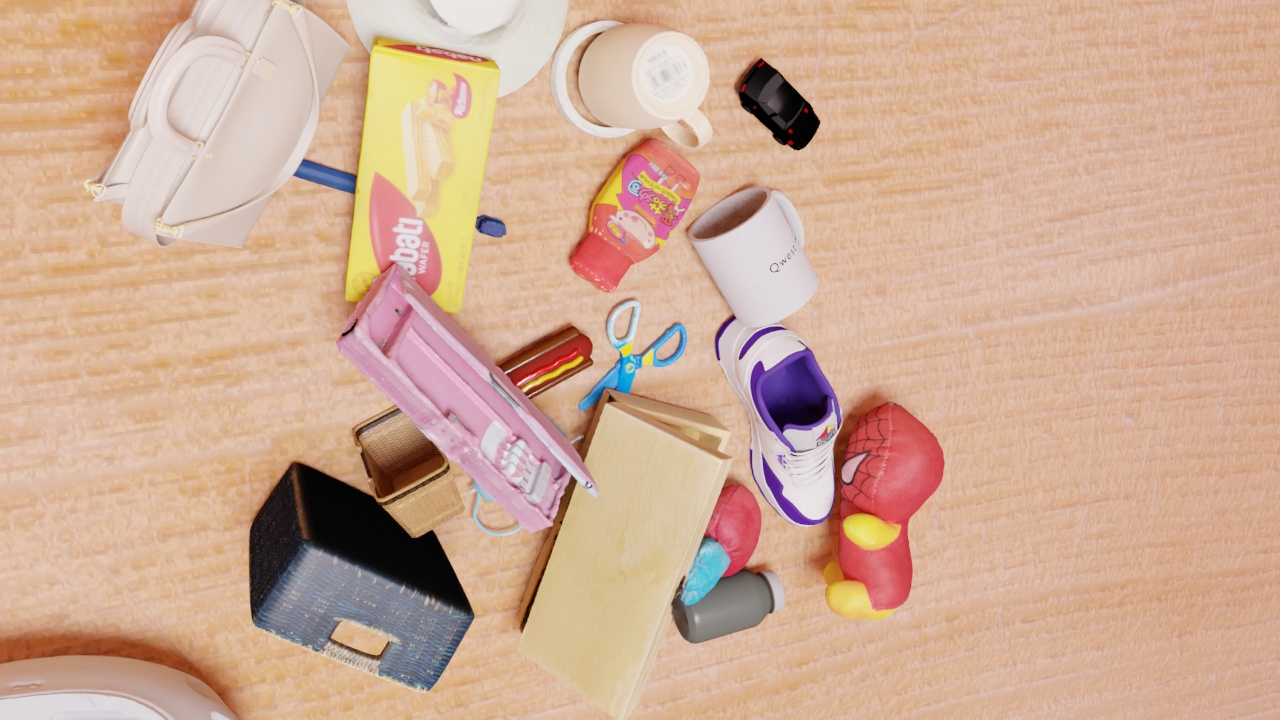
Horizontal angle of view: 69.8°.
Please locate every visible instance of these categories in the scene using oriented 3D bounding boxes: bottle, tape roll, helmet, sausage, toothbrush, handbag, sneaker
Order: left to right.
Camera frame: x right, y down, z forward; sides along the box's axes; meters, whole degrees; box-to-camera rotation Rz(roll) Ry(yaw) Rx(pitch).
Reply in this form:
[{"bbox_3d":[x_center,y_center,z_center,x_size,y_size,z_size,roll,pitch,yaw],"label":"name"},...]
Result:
[{"bbox_3d":[-0.442,0.334,0.690,0.281,0.184,0.224,4,99,-29],"label":"helmet"},{"bbox_3d":[-0.278,-0.163,0.593,0.101,0.198,0.194,29,93,-11],"label":"handbag"},{"bbox_3d":[-0.197,-0.131,0.740,0.189,0.017,0.016,15,100,-24],"label":"toothbrush"},{"bbox_3d":[-0.111,0.019,0.806,0.155,0.040,0.040,-29,114,-11],"label":"sausage"},{"bbox_3d":[-0.029,-0.236,0.773,0.094,0.019,0.094,-6,108,-20],"label":"tape roll"},{"bbox_3d":[-0.008,-0.123,0.799,0.071,0.048,0.134,34,92,-28],"label":"bottle"},{"bbox_3d":[0.090,0.249,0.942,0.108,0.060,0.060,-11,109,-18],"label":"bottle"},{"bbox_3d":[0.156,0.070,0.885,0.091,0.111,0.244,-29,114,-12],"label":"sneaker"}]

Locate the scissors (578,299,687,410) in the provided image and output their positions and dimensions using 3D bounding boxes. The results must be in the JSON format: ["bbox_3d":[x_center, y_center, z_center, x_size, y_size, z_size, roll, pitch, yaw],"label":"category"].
[{"bbox_3d":[-0.017,0.001,0.851,0.131,0.018,0.109,-43,117,-3],"label":"scissors"}]

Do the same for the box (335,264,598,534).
[{"bbox_3d":[-0.119,0.025,0.719,0.080,0.098,0.232,-24,120,29],"label":"box"}]

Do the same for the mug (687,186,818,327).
[{"bbox_3d":[0.112,-0.105,0.841,0.119,0.083,0.096,-52,120,-33],"label":"mug"}]

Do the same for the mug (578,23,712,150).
[{"bbox_3d":[0.015,-0.213,0.727,0.085,0.104,0.111,-44,115,-4],"label":"mug"}]

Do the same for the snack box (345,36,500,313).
[{"bbox_3d":[-0.172,-0.137,0.709,0.092,0.042,0.201,6,116,-19],"label":"snack box"}]

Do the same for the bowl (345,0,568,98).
[{"bbox_3d":[-0.132,-0.286,0.696,0.176,0.058,0.177,-6,108,-20],"label":"bowl"}]

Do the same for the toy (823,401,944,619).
[{"bbox_3d":[0.243,0.149,0.929,0.099,0.147,0.216,12,96,2],"label":"toy"}]

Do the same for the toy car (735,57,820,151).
[{"bbox_3d":[0.128,-0.228,0.827,0.091,0.036,0.042,37,90,-26],"label":"toy car"}]

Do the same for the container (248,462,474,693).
[{"bbox_3d":[-0.223,0.163,0.723,0.145,0.187,0.071,33,88,-26],"label":"container"}]

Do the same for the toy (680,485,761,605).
[{"bbox_3d":[0.075,0.182,0.900,0.132,0.062,0.092,-45,140,-35],"label":"toy"}]

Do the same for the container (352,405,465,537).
[{"bbox_3d":[-0.190,0.091,0.763,0.063,0.114,0.061,-28,127,-11],"label":"container"}]

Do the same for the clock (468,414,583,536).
[{"bbox_3d":[-0.109,0.107,0.837,0.087,0.042,0.123,27,100,-26],"label":"clock"}]

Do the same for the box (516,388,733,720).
[{"bbox_3d":[-0.017,0.165,0.838,0.142,0.179,0.249,19,99,-5],"label":"box"}]
